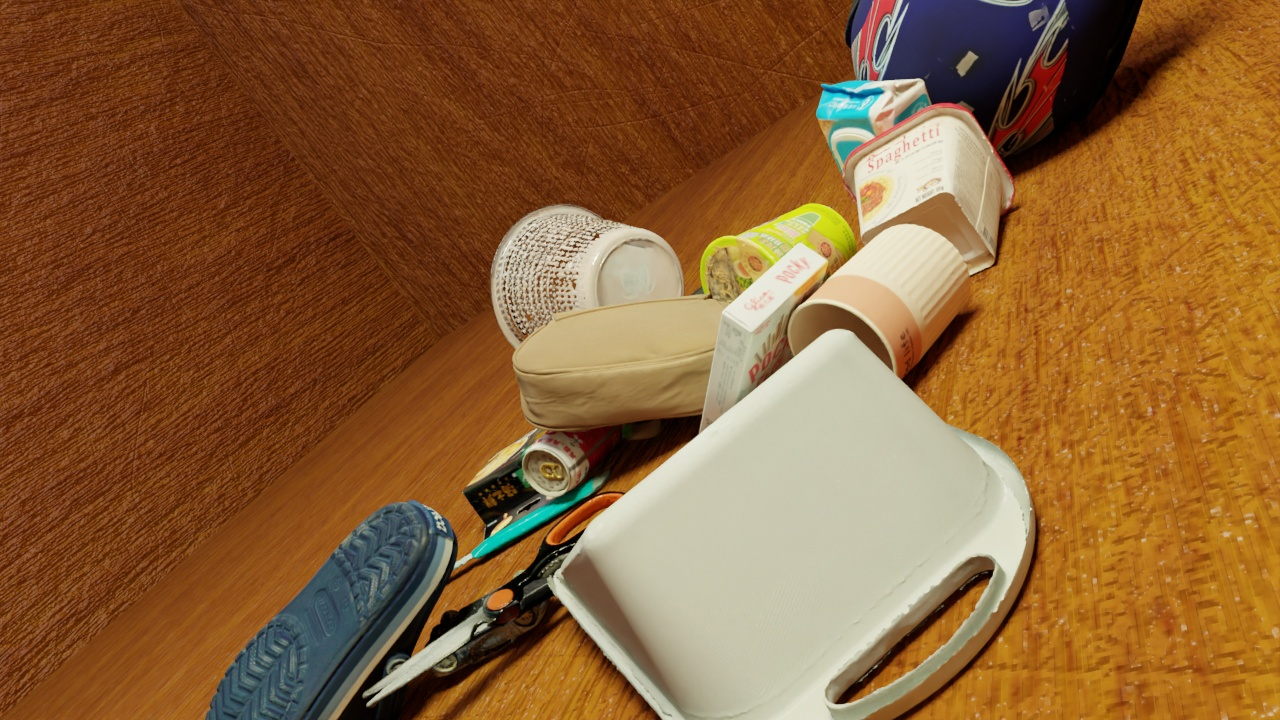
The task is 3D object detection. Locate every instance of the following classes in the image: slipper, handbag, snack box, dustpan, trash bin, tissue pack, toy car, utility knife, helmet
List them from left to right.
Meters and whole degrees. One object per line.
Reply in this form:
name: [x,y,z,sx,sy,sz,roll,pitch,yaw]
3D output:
slipper: [-0.210,0.214,0.646,0.252,0.095,0.105,-55,40,-4]
toy car: [-0.106,0.186,0.647,0.106,0.031,0.049,-31,20,9]
utility knife: [-0.118,0.158,0.831,0.219,0.013,0.029,-31,15,12]
snack box: [-0.110,0.110,0.919,0.113,0.053,0.125,-32,8,16]
trash bin: [-0.055,-0.095,1.200,0.227,0.227,0.192,-42,26,-24]
handbag: [-0.005,0.005,0.810,0.204,0.100,0.147,-6,26,6]
snack box: [0.085,-0.005,0.659,0.084,0.027,0.157,-42,-23,-27]
dustpan: [0.073,0.097,0.482,0.222,0.142,0.258,-38,-10,-10]
tissue pack: [0.219,-0.189,0.823,0.063,0.140,0.090,-41,30,-15]
helmet: [0.317,-0.326,0.822,0.239,0.247,0.316,-57,-17,-32]

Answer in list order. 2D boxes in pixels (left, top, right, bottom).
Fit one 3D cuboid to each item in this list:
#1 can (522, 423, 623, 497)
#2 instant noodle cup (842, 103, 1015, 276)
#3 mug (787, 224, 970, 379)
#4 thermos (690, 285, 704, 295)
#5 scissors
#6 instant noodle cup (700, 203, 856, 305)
can: [-0.053,0.072,0.849,0.053,0.053,0.132,-27,9,36]
instant noodle cup: [0.229,-0.122,0.732,0.117,0.116,0.124,-28,26,33]
mug: [0.161,-0.025,0.635,0.105,0.081,0.115,-41,-16,-30]
thermos: [0.078,-0.050,0.948,0.242,0.068,0.090,-39,25,-19]
scissors: [-0.086,0.156,0.623,0.235,0.022,0.139,-22,24,-5]
instant noodle cup: [0.139,-0.091,0.869,0.123,0.111,0.112,-34,10,-32]
